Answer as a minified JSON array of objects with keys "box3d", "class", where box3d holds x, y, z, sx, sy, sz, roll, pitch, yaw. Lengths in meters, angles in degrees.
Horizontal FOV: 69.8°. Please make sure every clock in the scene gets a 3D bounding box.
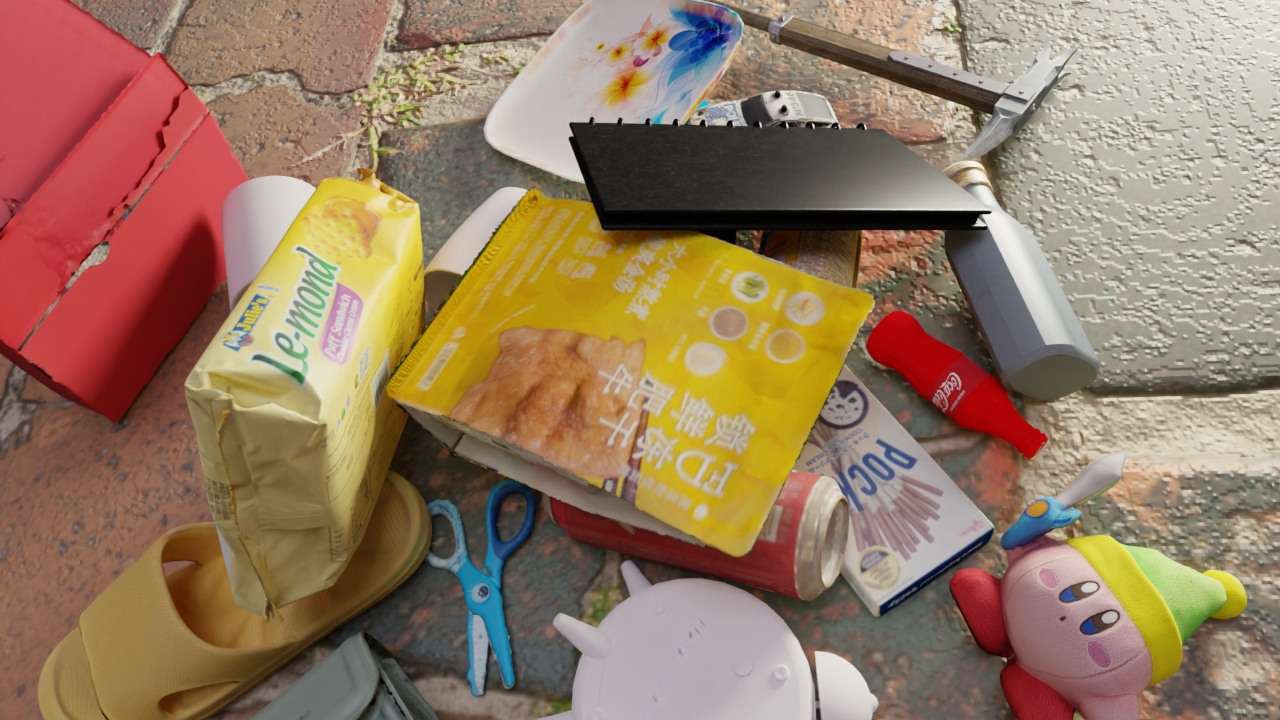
[{"box3d":[0.030,0.180,0.477,0.161,0.073,0.125,22,67,23],"class":"clock"}]

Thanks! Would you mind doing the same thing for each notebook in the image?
[{"box3d":[0.078,-0.122,0.589,0.231,0.019,0.169,-2,31,-11],"class":"notebook"}]

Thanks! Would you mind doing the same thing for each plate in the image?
[{"box3d":[-0.023,-0.219,0.732,0.187,0.016,0.186,29,76,37],"class":"plate"}]

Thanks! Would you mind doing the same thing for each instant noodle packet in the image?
[{"box3d":[-0.003,0.003,0.509,0.222,0.084,0.162,18,63,31],"class":"instant noodle packet"}]

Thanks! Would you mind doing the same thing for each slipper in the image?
[{"box3d":[-0.254,0.146,0.555,0.263,0.078,0.099,-30,62,-4],"class":"slipper"}]

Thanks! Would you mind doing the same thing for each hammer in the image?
[{"box3d":[0.154,-0.244,0.721,0.317,0.028,0.146,29,62,27],"class":"hammer"}]

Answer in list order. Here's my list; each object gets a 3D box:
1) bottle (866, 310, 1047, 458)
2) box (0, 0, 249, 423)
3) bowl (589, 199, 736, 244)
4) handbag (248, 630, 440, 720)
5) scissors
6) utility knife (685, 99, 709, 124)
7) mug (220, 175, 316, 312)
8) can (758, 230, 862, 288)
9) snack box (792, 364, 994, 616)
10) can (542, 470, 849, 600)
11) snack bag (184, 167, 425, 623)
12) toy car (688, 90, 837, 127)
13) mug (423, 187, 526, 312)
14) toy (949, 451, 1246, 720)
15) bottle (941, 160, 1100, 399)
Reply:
[{"box3d":[0.194,0.016,0.561,0.036,0.036,0.119,-40,61,-13],"class":"bottle"},{"box3d":[-0.391,-0.117,0.602,0.124,0.316,0.210,11,63,30],"class":"box"},{"box3d":[0.015,-0.074,0.637,0.121,0.056,0.121,-15,53,20],"class":"bowl"},{"box3d":[-0.172,0.226,0.497,0.121,0.067,0.106,-40,59,-12],"class":"handbag"},{"box3d":[-0.087,0.136,0.564,0.090,0.014,0.141,-25,56,0],"class":"scissors"},{"box3d":[0.038,-0.200,0.733,0.031,0.015,0.209,-38,60,-8],"class":"utility knife"},{"box3d":[-0.253,-0.077,0.693,0.111,0.079,0.096,-5,54,-24],"class":"mug"},{"box3d":[0.105,-0.050,0.586,0.068,0.068,0.104,5,44,14],"class":"can"},{"box3d":[0.127,0.069,0.550,0.082,0.026,0.150,-32,58,-9],"class":"snack box"},{"box3d":[0.029,0.085,0.523,0.170,0.067,0.067,8,61,28],"class":"can"},{"box3d":[-0.177,0.007,0.534,0.068,0.160,0.246,6,39,-1],"class":"snack bag"},{"box3d":[0.092,-0.179,0.686,0.112,0.041,0.048,-10,57,-9],"class":"toy car"},{"box3d":[-0.109,-0.066,0.658,0.114,0.081,0.087,-5,46,45],"class":"mug"},{"box3d":[0.238,0.125,0.475,0.131,0.097,0.124,-32,51,14],"class":"toy"},{"box3d":[0.227,-0.057,0.577,0.046,0.072,0.161,-37,50,35],"class":"bottle"}]
